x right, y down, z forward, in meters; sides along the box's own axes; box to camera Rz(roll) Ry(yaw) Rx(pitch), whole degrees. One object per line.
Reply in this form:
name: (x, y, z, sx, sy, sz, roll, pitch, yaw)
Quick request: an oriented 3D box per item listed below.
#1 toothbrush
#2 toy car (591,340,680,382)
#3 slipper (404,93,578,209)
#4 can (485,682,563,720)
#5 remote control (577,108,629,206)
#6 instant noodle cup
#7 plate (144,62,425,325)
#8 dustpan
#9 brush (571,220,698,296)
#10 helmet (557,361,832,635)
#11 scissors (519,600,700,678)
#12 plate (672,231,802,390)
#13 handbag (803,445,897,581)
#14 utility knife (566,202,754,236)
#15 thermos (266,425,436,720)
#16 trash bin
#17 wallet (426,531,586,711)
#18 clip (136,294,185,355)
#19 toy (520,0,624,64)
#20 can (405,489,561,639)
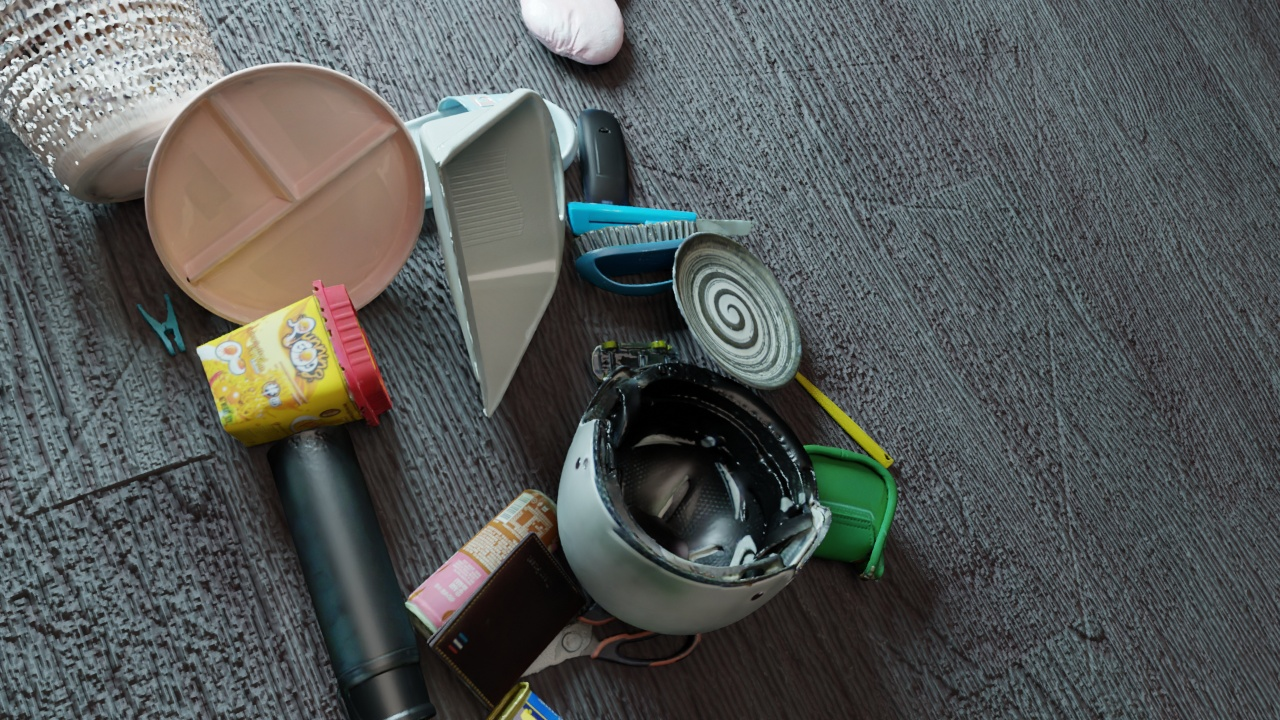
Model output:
toothbrush: (0.197, 0.042, 0.968, 0.190, 0.017, 0.015, 45, 59, 1)
toy car: (-0.005, 0.005, 0.901, 0.090, 0.035, 0.042, 0, 68, -19)
slipper: (-0.177, -0.213, 0.905, 0.244, 0.074, 0.104, -23, 78, -24)
can: (-0.096, 0.325, 0.732, 0.083, 0.057, 0.101, 42, 62, -2)
remote control: (-0.039, -0.216, 0.982, 0.053, 0.024, 0.136, 0, 70, -19)
instant noodle cup: (-0.286, 0.011, 0.764, 0.123, 0.116, 0.116, -21, 78, -14)
plate: (-0.294, -0.135, 0.778, 0.229, 0.230, 0.028, -26, 37, -26)
dustpan: (-0.106, -0.121, 0.804, 0.142, 0.223, 0.257, -14, 33, -14)
brush: (0.003, -0.101, 0.934, 0.143, 0.055, 0.073, -8, 71, -23)
helmet: (0.029, 0.129, 0.786, 0.230, 0.157, 0.273, 35, 26, 1)
scissors: (-0.047, 0.232, 0.810, 0.202, 0.015, 0.203, 30, 64, -6)
plate: (0.095, -0.047, 0.922, 0.179, 0.024, 0.179, 24, 50, -31)
handbag: (0.179, 0.148, 0.892, 0.131, 0.068, 0.120, 11, 67, -15)
utility knife: (0.025, -0.146, 0.977, 0.216, 0.018, 0.034, -1, 109, -21)
thermos: (-0.237, 0.179, 0.729, 0.068, 0.090, 0.242, 5, 57, -55)
trash bin: (-0.446, -0.248, 0.760, 0.227, 0.228, 0.192, -32, 95, -27)
wallet: (-0.107, 0.213, 0.753, 0.122, 0.020, 0.096, -46, 127, -26)
clip: (-0.406, -0.030, 0.786, 0.038, 0.013, 0.055, -28, 81, -26)
toy: (-0.070, -0.403, 1.028, 0.121, 0.054, 0.159, 19, 65, -20)
can: (-0.128, 0.176, 0.778, 0.058, 0.058, 0.147, 47, 62, 3)
